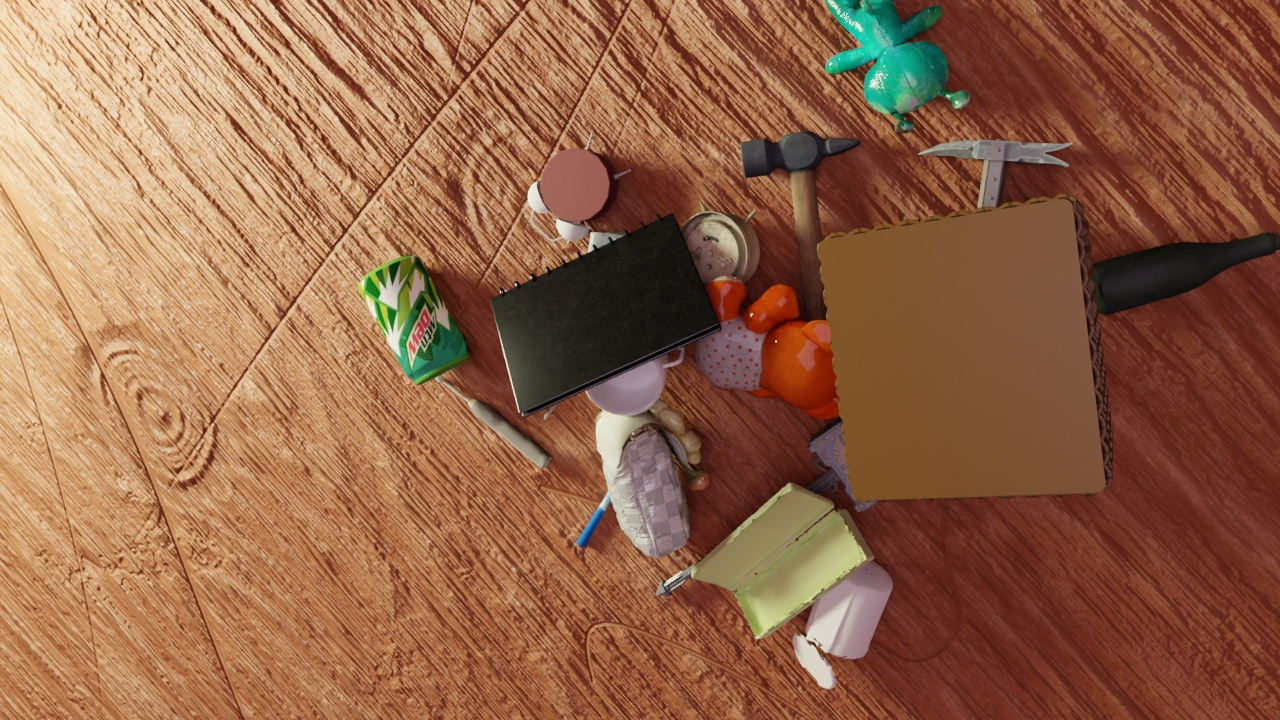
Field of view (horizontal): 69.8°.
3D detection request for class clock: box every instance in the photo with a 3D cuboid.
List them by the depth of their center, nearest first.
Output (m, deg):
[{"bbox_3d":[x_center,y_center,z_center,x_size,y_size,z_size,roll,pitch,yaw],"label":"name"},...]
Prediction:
[{"bbox_3d":[0.089,-0.104,1.039,0.093,0.054,0.141,14,109,33],"label":"clock"},{"bbox_3d":[-0.078,-0.197,1.074,0.087,0.044,0.125,43,106,4],"label":"clock"}]

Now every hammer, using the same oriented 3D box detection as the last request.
[{"bbox_3d":[0.360,-0.078,0.993,0.147,0.028,0.317,8,100,19],"label":"hammer"},{"bbox_3d":[0.196,-0.093,1.029,0.129,0.040,0.322,-6,98,11],"label":"hammer"},{"bbox_3d":[0.142,0.195,1.087,0.323,0.044,0.098,-38,88,19],"label":"hammer"}]

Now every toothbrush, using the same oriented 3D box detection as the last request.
[{"bbox_3d":[-0.076,0.028,1.040,0.010,0.181,0.010,8,113,10],"label":"toothbrush"},{"bbox_3d":[-0.189,0.073,1.157,0.185,0.024,0.022,37,66,6],"label":"toothbrush"}]

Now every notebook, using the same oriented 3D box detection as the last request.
[{"bbox_3d":[-0.046,-0.055,1.002,0.232,0.019,0.169,-24,58,8],"label":"notebook"}]

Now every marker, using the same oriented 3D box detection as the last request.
[{"bbox_3d":[-0.041,0.174,1.141,0.013,0.013,0.142,33,105,7],"label":"marker"}]

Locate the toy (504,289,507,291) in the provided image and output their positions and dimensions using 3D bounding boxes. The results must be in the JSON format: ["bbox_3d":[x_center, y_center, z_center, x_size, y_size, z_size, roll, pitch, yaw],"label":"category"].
[{"bbox_3d":[-0.127,-0.040,1.112,0.125,0.037,0.076,39,118,28],"label":"toy"}]

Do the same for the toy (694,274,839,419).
[{"bbox_3d":[0.146,-0.010,0.994,0.173,0.092,0.164,16,134,26],"label":"toy"}]

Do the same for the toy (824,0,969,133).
[{"bbox_3d":[0.260,-0.327,0.959,0.131,0.072,0.193,-29,82,17],"label":"toy"}]

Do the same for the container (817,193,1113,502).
[{"bbox_3d":[0.319,-0.013,0.885,0.220,0.213,0.251,-7,94,28],"label":"container"}]

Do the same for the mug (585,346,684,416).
[{"bbox_3d":[-0.006,0.006,1.031,0.116,0.068,0.094,-14,113,13],"label":"mug"}]

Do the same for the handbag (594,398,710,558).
[{"bbox_3d":[0.020,0.134,1.071,0.123,0.112,0.171,-19,108,-18],"label":"handbag"}]

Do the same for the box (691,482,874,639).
[{"bbox_3d":[0.161,0.226,1.048,0.133,0.061,0.188,40,121,1],"label":"box"}]

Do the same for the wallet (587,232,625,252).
[{"bbox_3d":[-0.018,-0.083,1.075,0.100,0.054,0.132,10,101,1],"label":"wallet"}]

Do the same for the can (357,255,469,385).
[{"bbox_3d":[-0.277,-0.049,1.127,0.083,0.083,0.144,-28,91,16],"label":"can"}]

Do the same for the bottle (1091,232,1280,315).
[{"bbox_3d":[0.551,-0.095,0.929,0.174,0.055,0.055,-16,95,15],"label":"bottle"}]

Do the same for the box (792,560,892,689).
[{"bbox_3d":[0.226,0.306,1.058,0.081,0.091,0.160,27,109,40],"label":"box"}]
